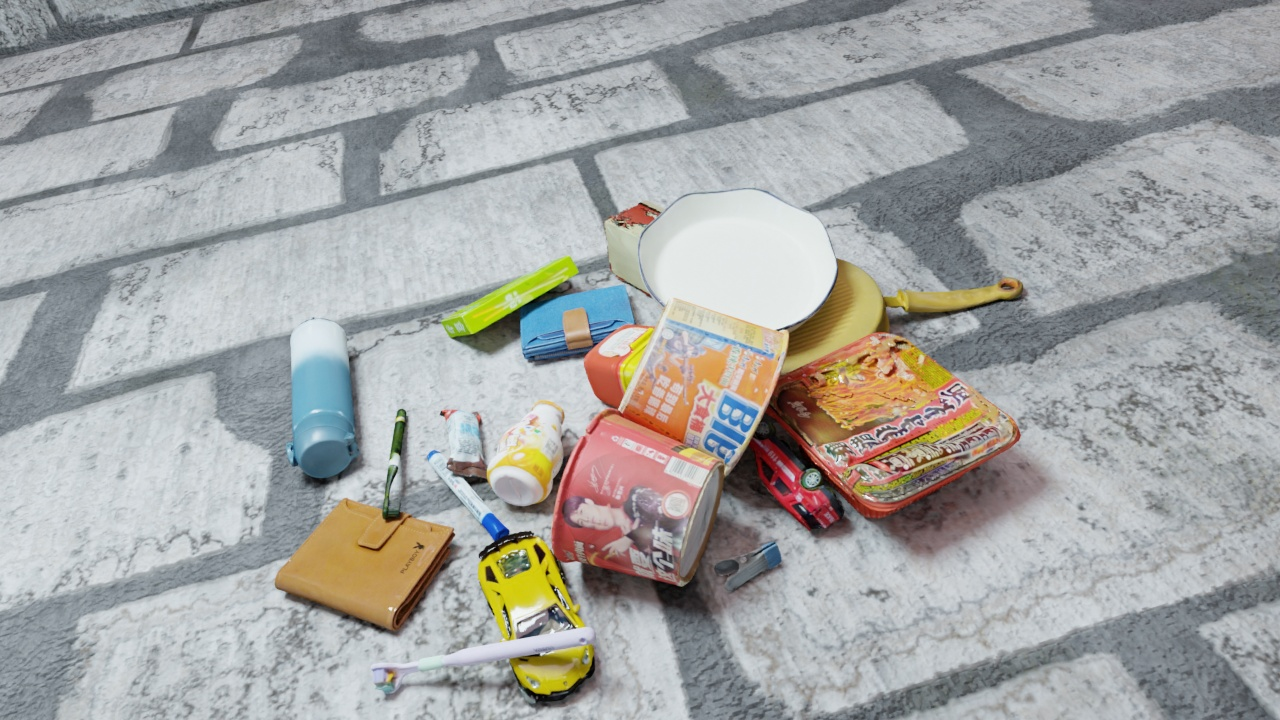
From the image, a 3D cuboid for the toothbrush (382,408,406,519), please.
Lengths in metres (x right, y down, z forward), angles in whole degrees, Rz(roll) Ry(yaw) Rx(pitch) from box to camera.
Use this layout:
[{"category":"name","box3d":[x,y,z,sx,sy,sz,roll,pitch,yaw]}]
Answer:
[{"category":"toothbrush","box3d":[-0.242,0.099,0.916,0.017,0.012,0.185,-2,28,-9]}]

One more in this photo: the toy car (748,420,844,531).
[{"category":"toy car","box3d":[0.130,0.102,0.819,0.045,0.053,0.120,-39,47,1]}]

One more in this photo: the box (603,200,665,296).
[{"category":"box","box3d":[0.027,-0.118,1.082,0.078,0.091,0.168,-30,42,-28]}]

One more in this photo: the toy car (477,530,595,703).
[{"category":"toy car","box3d":[-0.086,0.205,0.750,0.071,0.041,0.155,-22,42,-11]}]

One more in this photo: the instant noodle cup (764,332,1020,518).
[{"category":"instant noodle cup","box3d":[0.216,0.063,0.826,0.164,0.079,0.189,-23,41,-16]}]

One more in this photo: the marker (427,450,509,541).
[{"category":"marker","box3d":[-0.168,0.128,0.883,0.016,0.017,0.146,-30,43,-23]}]

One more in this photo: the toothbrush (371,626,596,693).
[{"category":"toothbrush","box3d":[-0.122,0.228,0.707,0.189,0.029,0.021,-16,20,15]}]

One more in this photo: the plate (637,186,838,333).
[{"category":"plate","box3d":[0.100,-0.096,0.961,0.205,0.046,0.204,0,55,0]}]

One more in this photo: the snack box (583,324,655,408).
[{"category":"snack box","box3d":[-0.006,0.006,0.950,0.080,0.082,0.091,15,43,42]}]

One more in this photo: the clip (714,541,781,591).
[{"category":"clip","box3d":[0.090,0.171,0.769,0.056,0.024,0.028,-24,36,-6]}]

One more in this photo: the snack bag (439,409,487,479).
[{"category":"snack bag","box3d":[-0.178,0.081,0.932,0.045,0.026,0.105,16,29,-26]}]

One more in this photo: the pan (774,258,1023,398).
[{"category":"pan","box3d":[0.243,-0.052,0.991,0.357,0.078,0.197,-18,42,1]}]

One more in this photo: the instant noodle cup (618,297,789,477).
[{"category":"instant noodle cup","box3d":[0.053,0.019,0.836,0.111,0.152,0.151,25,44,-1]}]

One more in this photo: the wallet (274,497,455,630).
[{"category":"wallet","box3d":[-0.245,0.180,0.827,0.132,0.031,0.107,12,45,22]}]

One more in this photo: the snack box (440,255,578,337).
[{"category":"snack box","box3d":[-0.156,-0.076,1.095,0.156,0.026,0.086,-33,13,-26]}]

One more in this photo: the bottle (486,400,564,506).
[{"category":"bottle","box3d":[-0.104,0.086,0.883,0.063,0.063,0.108,2,40,15]}]

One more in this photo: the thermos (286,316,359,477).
[{"category":"thermos","box3d":[-0.348,0.038,0.996,0.070,0.070,0.220,-17,39,-8]}]

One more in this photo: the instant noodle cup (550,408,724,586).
[{"category":"instant noodle cup","box3d":[0.003,0.120,0.767,0.109,0.138,0.137,16,45,17]}]

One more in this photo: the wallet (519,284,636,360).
[{"category":"wallet","box3d":[-0.074,-0.046,1.062,0.133,0.040,0.106,-12,34,0]}]
